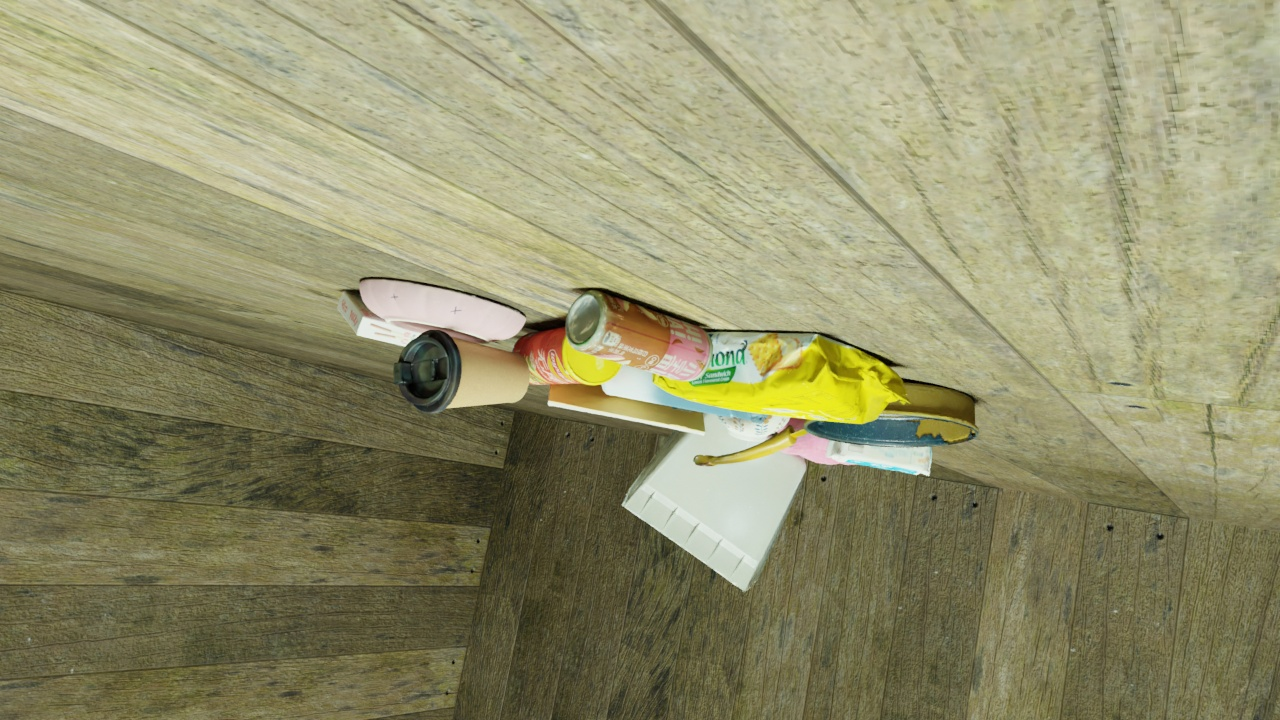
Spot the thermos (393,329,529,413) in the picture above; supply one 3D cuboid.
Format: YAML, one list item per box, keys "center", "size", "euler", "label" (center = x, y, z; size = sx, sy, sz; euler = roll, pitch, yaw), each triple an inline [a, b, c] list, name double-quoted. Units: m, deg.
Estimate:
- center: [-0.199, 0.015, 1.047]
  size: [0.093, 0.093, 0.143]
  euler: [5, 180, 39]
  label: "thermos"

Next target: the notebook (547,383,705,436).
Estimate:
- center: [-0.018, 0.036, 1.226]
  size: [0.206, 0.010, 0.145]
  euler: [11, -149, -8]
  label: "notebook"

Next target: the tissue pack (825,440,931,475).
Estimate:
- center: [0.320, 0.097, 1.212]
  size: [0.140, 0.090, 0.063]
  euler: [10, 169, 6]
  label: "tissue pack"

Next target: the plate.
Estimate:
- center: [-0.229, -0.051, 1.058]
  size: [0.192, 0.039, 0.192]
  euler: [11, 173, 1]
  label: "plate"

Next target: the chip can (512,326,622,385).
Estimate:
- center: [-0.091, -0.006, 1.083]
  size: [0.073, 0.073, 0.217]
  euler: [13, 173, -22]
  label: "chip can"

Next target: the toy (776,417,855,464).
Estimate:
- center: [0.248, 0.100, 1.324]
  size: [0.179, 0.075, 0.194]
  euler: [19, -161, 23]
  label: "toy"

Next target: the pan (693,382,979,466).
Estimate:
- center: [0.225, 0.090, 1.120]
  size: [0.358, 0.078, 0.197]
  euler: [-4, 162, 32]
  label: "pan"

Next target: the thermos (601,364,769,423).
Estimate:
- center: [0.060, 0.028, 1.137]
  size: [0.221, 0.070, 0.070]
  euler: [9, 173, 26]
  label: "thermos"

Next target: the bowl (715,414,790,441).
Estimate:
- center: [0.152, 0.075, 1.270]
  size: [0.113, 0.062, 0.113]
  euler: [8, -168, -2]
  label: "bowl"

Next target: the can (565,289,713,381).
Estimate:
- center: [0.001, -0.021, 0.865]
  size: [0.147, 0.058, 0.058]
  euler: [16, 171, -42]
  label: "can"

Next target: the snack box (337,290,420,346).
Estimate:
- center: [-0.294, -0.043, 1.158]
  size: [0.156, 0.027, 0.085]
  euler: [15, -164, -39]
  label: "snack box"

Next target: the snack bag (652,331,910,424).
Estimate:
- center: [0.134, 0.018, 0.947]
  size: [0.157, 0.068, 0.247]
  euler: [17, 170, -43]
  label: "snack bag"

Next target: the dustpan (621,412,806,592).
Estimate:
- center: [0.134, 0.169, 1.379]
  size: [0.222, 0.257, 0.143]
  euler: [35, 175, 3]
  label: "dustpan"

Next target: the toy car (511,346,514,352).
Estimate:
- center: [-0.126, 0.004, 1.292]
  size: [0.120, 0.054, 0.037]
  euler: [15, 170, -38]
  label: "toy car"
